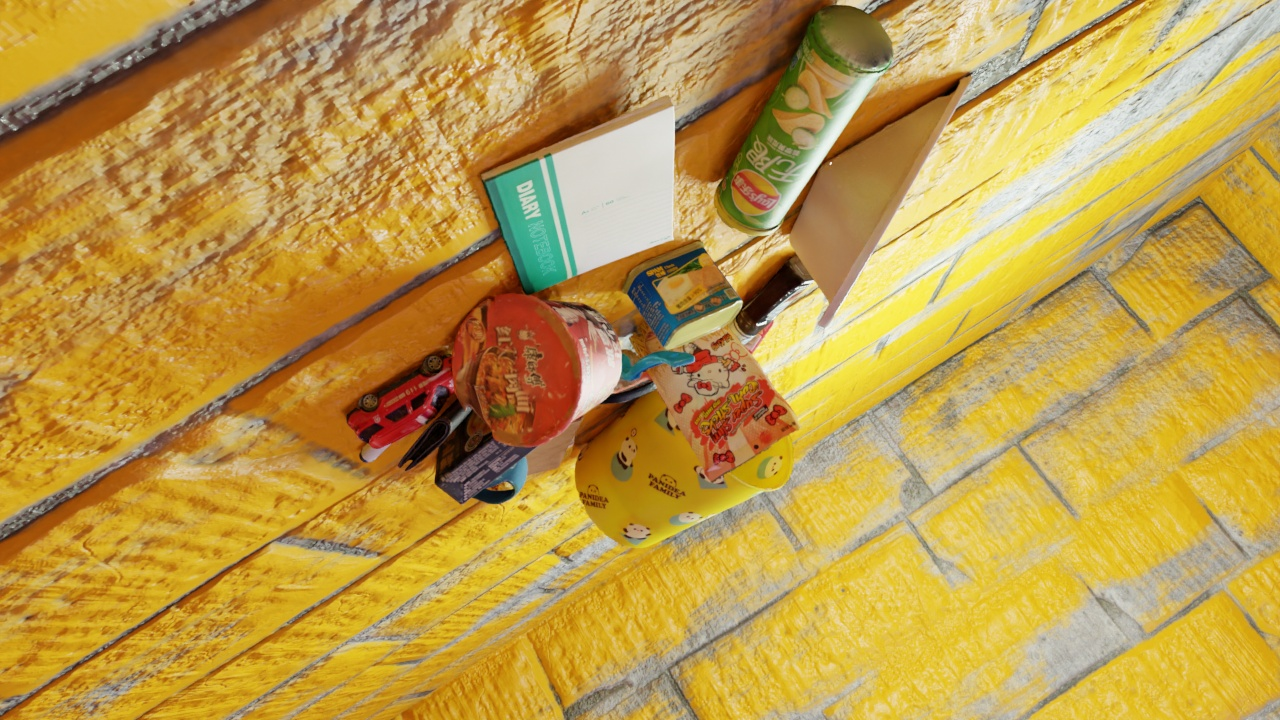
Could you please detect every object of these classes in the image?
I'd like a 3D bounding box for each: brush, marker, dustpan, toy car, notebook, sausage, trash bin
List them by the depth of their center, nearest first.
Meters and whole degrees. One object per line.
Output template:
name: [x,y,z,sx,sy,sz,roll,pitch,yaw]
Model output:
notebook: [-0.042,-0.124,0.752,0.150,0.012,0.209,-23,161,-6]
toy car: [-0.215,0.039,0.863,0.120,0.045,0.053,-35,164,-4]
marker: [-0.238,0.061,0.925,0.131,0.018,0.022,-41,171,21]
brush: [-0.006,0.006,0.996,0.083,0.046,0.255,-14,-179,-22]
dustpan: [0.285,-0.160,1.056,0.273,0.138,0.223,-29,162,-13]
brush: [-0.178,0.134,1.071,0.144,0.073,0.055,-19,-159,48]
sausage: [0.158,-0.019,1.329,0.155,0.020,0.020,-52,176,-36]
trash bin: [0.052,0.140,1.340,0.256,0.229,0.229,-38,163,33]

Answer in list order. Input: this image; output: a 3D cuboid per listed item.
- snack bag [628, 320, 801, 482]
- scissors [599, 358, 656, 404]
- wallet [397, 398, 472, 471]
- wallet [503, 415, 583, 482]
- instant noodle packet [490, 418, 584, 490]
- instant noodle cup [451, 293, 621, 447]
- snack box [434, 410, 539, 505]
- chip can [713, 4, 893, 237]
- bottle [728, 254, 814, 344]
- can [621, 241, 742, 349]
snack bag: [0.083,0.026,1.081,0.128,0.207,0.073,-31,162,-5]
scissors: [-0.088,0.047,1.112,0.235,0.124,0.022,-13,119,-4]
wallet: [-0.186,0.054,0.924,0.097,0.020,0.122,-41,-173,36]
wallet: [-0.132,0.110,1.139,0.115,0.020,0.101,-12,143,-40]
instant noodle packet: [-0.139,0.120,1.221,0.128,0.044,0.111,-27,160,-27]
instant noodle cup: [-0.087,0.001,0.854,0.138,0.138,0.108,-42,169,26]
snack box: [-0.161,0.078,0.986,0.113,0.125,0.053,-38,119,13]
chip can: [0.135,-0.200,0.790,0.072,0.072,0.222,-23,160,-30]
bottle: [0.167,-0.069,1.253,0.079,0.044,0.195,-26,164,-47]
can: [0.045,-0.068,0.969,0.101,0.083,0.057,-24,161,-28]
